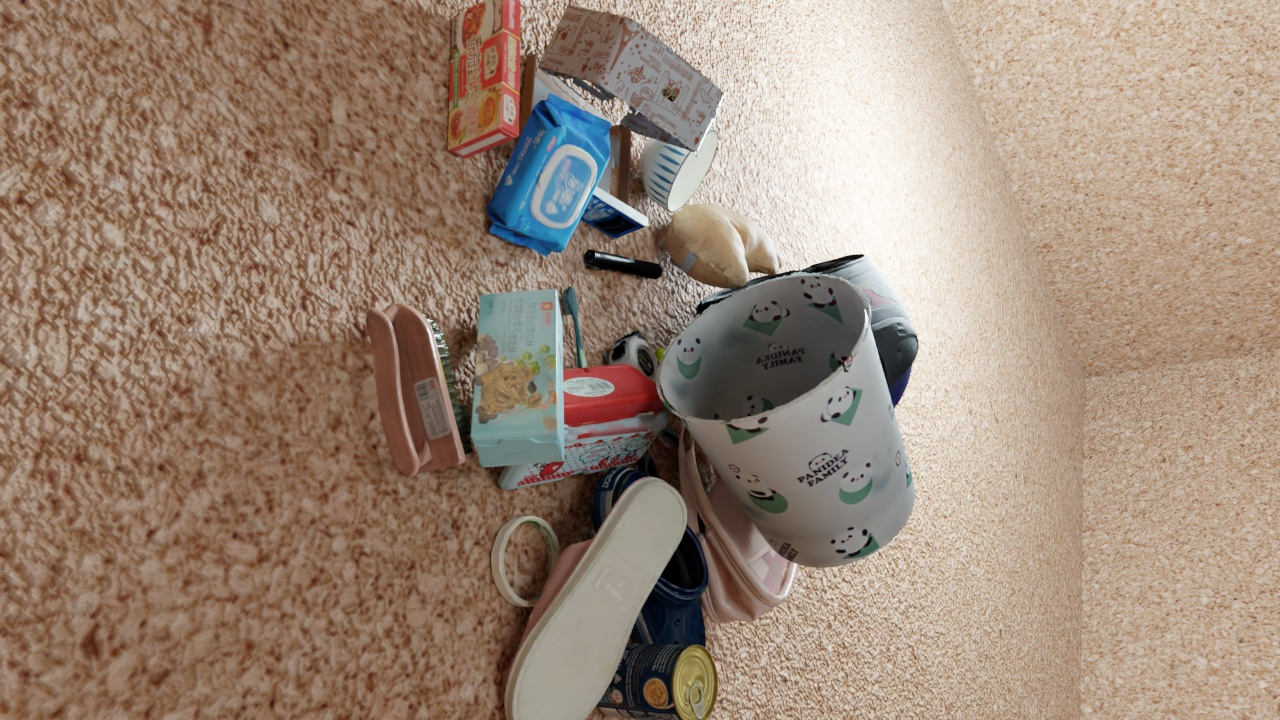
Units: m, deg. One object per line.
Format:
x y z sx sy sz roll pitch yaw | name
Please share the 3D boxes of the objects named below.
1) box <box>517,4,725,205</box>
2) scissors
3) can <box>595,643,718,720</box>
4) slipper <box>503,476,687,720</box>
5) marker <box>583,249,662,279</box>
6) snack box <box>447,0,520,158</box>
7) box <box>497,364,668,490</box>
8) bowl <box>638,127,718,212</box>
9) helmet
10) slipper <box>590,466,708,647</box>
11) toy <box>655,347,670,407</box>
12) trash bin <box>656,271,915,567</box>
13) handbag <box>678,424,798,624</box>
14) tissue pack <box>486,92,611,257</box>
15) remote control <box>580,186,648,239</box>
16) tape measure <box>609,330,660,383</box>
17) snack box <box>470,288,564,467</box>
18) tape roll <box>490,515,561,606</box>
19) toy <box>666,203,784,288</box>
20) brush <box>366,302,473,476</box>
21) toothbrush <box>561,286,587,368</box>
-0.042 -0.271 1.038 0.182 0.154 0.185 22 95 -46 | box
0.009 0.095 1.071 0.188 0.015 0.225 2 74 -56 | scissors
0.012 0.325 0.928 0.075 0.111 0.075 17 68 -49 | can
-0.047 0.234 0.884 0.114 0.054 0.274 40 72 -31 | slipper
-0.019 -0.113 1.094 0.131 0.020 0.022 4 94 -53 | marker
-0.154 -0.282 0.906 0.025 0.075 0.152 18 66 -51 | snack box
-0.066 0.072 0.937 0.201 0.095 0.102 -6 123 -47 | box
0.041 -0.253 1.160 0.066 0.117 0.116 33 37 13 | bowl
0.220 0.001 1.201 0.314 0.248 0.240 -21 98 -47 | helmet
0.028 0.223 0.988 0.104 0.095 0.253 -44 120 -47 | slipper
0.045 0.027 1.132 0.099 0.031 0.096 -21 96 -54 | toy
0.173 0.073 0.990 0.252 0.230 0.228 59 39 -31 | trash bin
0.104 0.176 1.107 0.234 0.094 0.192 64 25 -8 | handbag
-0.090 -0.187 0.941 0.094 0.052 0.157 18 102 -48 | tissue pack
-0.046 -0.174 1.048 0.124 0.049 0.024 24 58 -49 | remote control
-0.006 0.006 1.053 0.066 0.034 0.065 58 28 -13 | tape measure
-0.109 0.012 0.833 0.052 0.074 0.174 85 0 -50 | snack box
-0.109 0.193 0.883 0.085 0.014 0.085 20 64 -50 | tape roll
0.121 -0.156 1.224 0.143 0.083 0.225 50 33 15 | toy
-0.192 0.022 0.775 0.073 0.063 0.145 -14 91 -65 | brush
-0.065 0.015 0.997 0.016 0.018 0.191 -7 88 -51 | toothbrush
